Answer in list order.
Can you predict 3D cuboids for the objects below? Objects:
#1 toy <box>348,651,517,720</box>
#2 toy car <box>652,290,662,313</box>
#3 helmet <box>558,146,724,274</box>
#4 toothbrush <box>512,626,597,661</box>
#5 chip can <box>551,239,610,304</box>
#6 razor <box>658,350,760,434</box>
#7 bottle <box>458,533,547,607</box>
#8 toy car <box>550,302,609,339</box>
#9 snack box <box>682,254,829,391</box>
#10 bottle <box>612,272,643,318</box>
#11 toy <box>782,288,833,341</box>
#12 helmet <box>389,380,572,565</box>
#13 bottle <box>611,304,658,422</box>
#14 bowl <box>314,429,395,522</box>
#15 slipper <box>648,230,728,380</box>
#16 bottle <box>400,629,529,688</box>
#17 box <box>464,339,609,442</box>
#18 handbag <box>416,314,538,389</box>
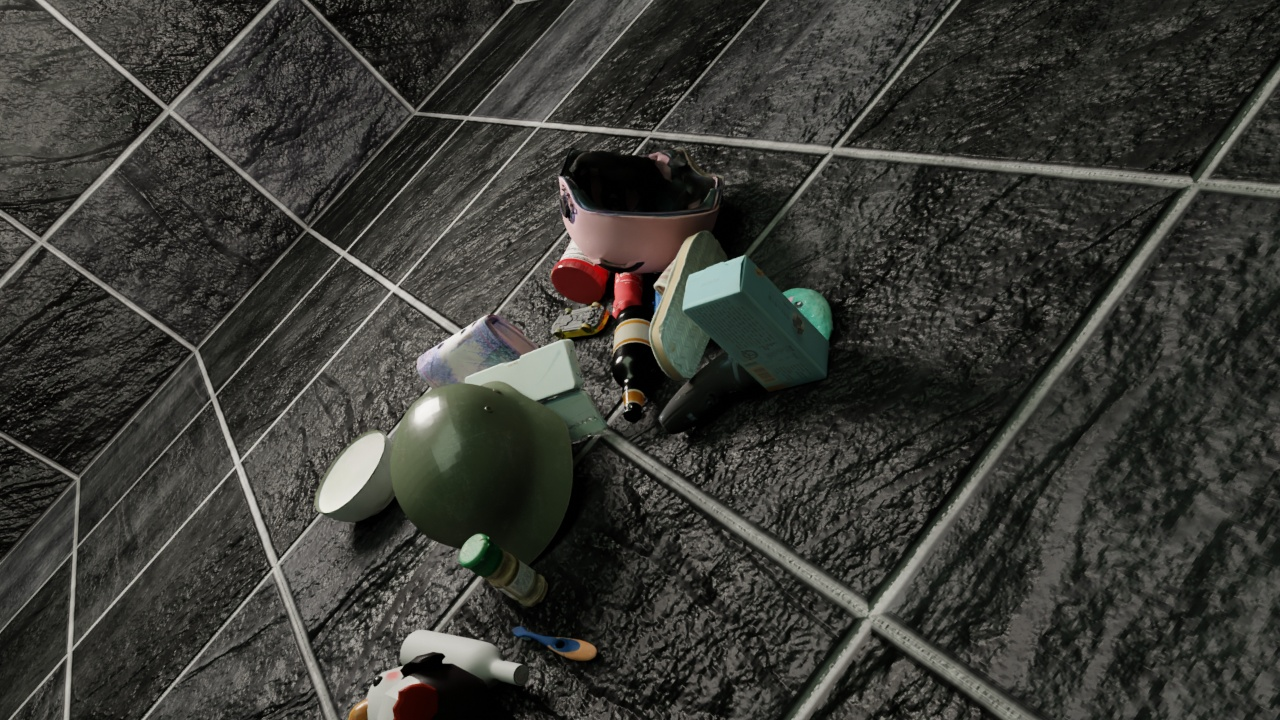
[{"bbox_3d":[-0.227,0.384,0.977,0.184,0.140,0.159,-11,77,54],"label":"toy"},{"bbox_3d":[0.042,-0.059,1.206,0.044,0.056,0.120,-48,30,41],"label":"toy car"},{"bbox_3d":[-0.006,-0.203,1.297,0.229,0.153,0.255,-6,32,-22],"label":"helmet"},{"bbox_3d":[-0.091,0.305,0.989,0.135,0.017,0.021,-2,56,44],"label":"toothbrush"},{"bbox_3d":[-0.063,-0.195,1.448,0.087,0.087,0.212,-11,45,41],"label":"chip can"},{"bbox_3d":[0.084,0.038,1.053,0.141,0.053,0.063,-41,28,10],"label":"razor"},{"bbox_3d":[-0.153,0.239,1.039,0.043,0.111,0.043,-29,36,24],"label":"bottle"},{"bbox_3d":[-0.091,-0.056,1.375,0.107,0.030,0.049,-6,50,42],"label":"toy car"},{"bbox_3d":[0.126,-0.035,0.974,0.075,0.174,0.053,-16,48,39],"label":"snack box"},{"bbox_3d":[-0.017,-0.108,1.338,0.042,0.042,0.141,-28,36,25],"label":"bottle"},{"bbox_3d":[0.177,-0.046,1.064,0.105,0.033,0.084,-13,55,38],"label":"toy"},{"bbox_3d":[-0.223,0.125,1.142,0.227,0.153,0.267,-44,45,19],"label":"helmet"},{"bbox_3d":[-0.007,0.007,1.183,0.059,0.059,0.181,-28,36,25],"label":"bottle"},{"bbox_3d":[-0.431,0.191,1.442,0.154,0.073,0.153,-30,35,24],"label":"bowl"},{"bbox_3d":[0.058,-0.066,1.128,0.052,0.115,0.262,-17,28,29],"label":"slipper"},{"bbox_3d":[-0.195,0.339,1.029,0.196,0.052,0.052,-8,48,44],"label":"bottle"},{"bbox_3d":[-0.145,0.058,1.218,0.198,0.136,0.044,-18,6,37],"label":"box"},{"bbox_3d":[-0.242,0.002,1.390,0.159,0.126,0.069,-29,33,27],"label":"handbag"}]
